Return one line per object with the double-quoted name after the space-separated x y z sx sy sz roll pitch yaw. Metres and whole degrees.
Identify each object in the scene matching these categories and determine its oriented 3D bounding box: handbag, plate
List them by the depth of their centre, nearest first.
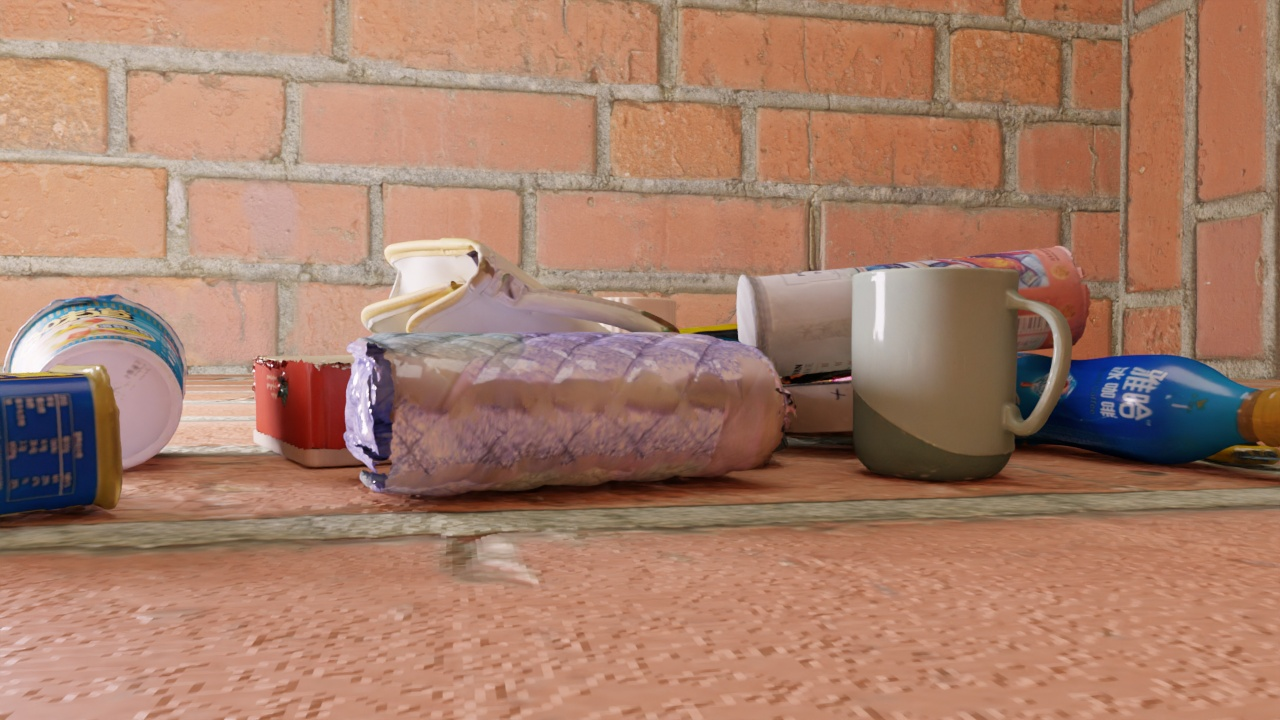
-0.041 0.023 0.451 0.193 0.075 0.134 -2 4 -25 "handbag"
-0.067 -0.016 0.584 0.179 0.063 0.163 -2 -24 40 "handbag"
0.150 0.034 0.678 0.162 0.034 0.266 -2 -4 -4 "plate"

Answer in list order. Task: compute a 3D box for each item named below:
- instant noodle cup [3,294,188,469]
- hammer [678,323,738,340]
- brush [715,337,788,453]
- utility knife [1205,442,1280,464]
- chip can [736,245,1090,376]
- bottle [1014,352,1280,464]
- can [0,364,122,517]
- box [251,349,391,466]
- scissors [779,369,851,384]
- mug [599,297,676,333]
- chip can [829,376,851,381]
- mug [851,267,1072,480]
-0.302 0.016 0.515 0.099 0.099 0.110 0 9 -32 "instant noodle cup"
0.139 -0.022 0.718 0.322 0.032 0.126 -7 16 -31 "hammer"
0.051 0.022 0.570 0.055 0.073 0.144 -7 1 -7 "brush"
0.357 0.052 0.588 0.033 0.015 0.167 -2 1 3 "utility knife"
0.175 -0.031 0.605 0.214 0.071 0.071 -6 1 -2 "chip can"
0.294 0.027 0.558 0.065 0.065 0.219 0 0 -19 "bottle"
-0.260 0.032 0.354 0.083 0.057 0.102 -3 3 -44 "can"
-0.187 0.020 0.584 0.091 0.077 0.169 0 1 -33 "box"
0.144 0.021 0.853 0.198 0.021 0.227 -7 -12 -8 "scissors"
-0.004 0.004 0.723 0.081 0.106 0.115 0 0 -24 "mug"
0.256 0.022 0.861 0.071 0.071 0.211 0 1 -15 "chip can"
0.165 0.007 0.476 0.112 0.106 0.082 0 0 44 "mug"
